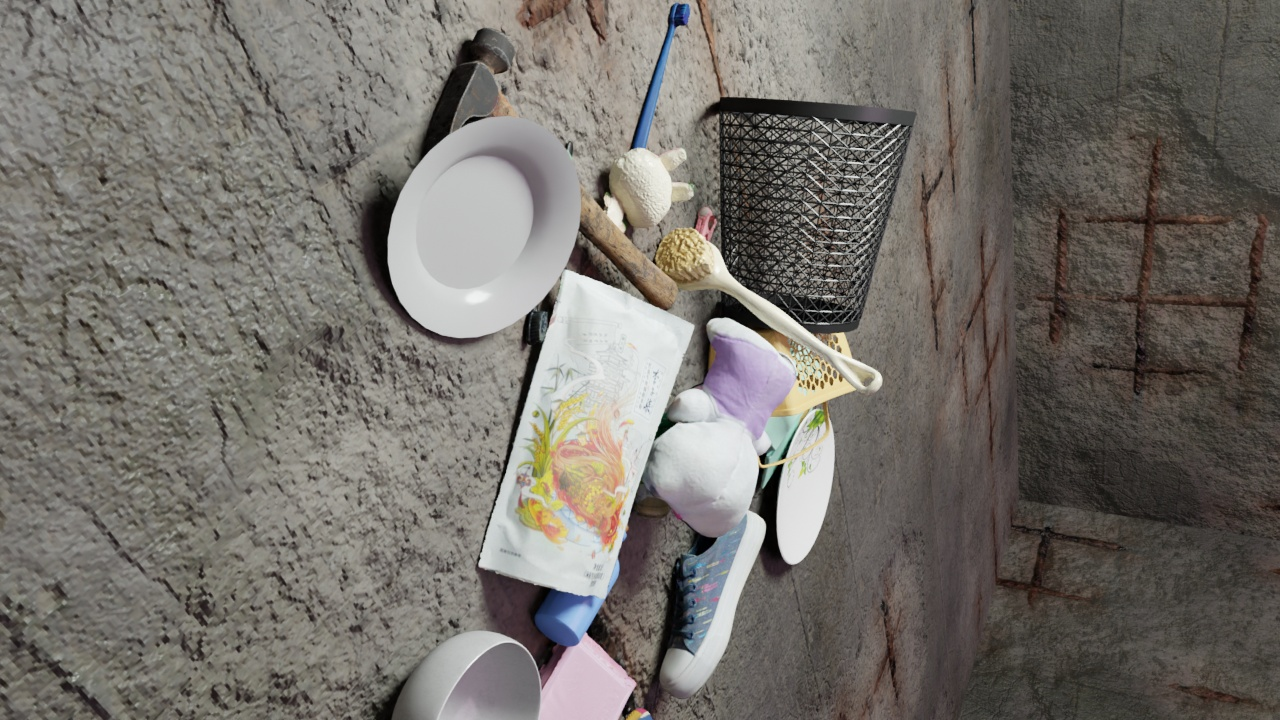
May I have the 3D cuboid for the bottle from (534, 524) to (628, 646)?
[{"bbox_3d":[-0.048,0.204,0.872,0.130,0.048,0.048,-55,139,-39],"label":"bottle"}]

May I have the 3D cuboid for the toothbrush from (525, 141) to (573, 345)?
[{"bbox_3d":[-0.076,-0.104,0.804,0.014,0.017,0.188,24,73,-56],"label":"toothbrush"}]

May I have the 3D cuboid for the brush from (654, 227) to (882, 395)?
[{"bbox_3d":[0.130,-0.049,0.944,0.062,0.272,0.077,-57,166,9],"label":"brush"}]

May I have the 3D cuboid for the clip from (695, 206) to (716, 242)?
[{"bbox_3d":[0.067,-0.148,1.031,0.041,0.023,0.059,53,45,-43],"label":"clip"}]

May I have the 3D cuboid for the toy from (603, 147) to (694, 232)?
[{"bbox_3d":[-0.001,-0.163,0.884,0.112,0.050,0.087,-31,139,-4],"label":"toy"}]

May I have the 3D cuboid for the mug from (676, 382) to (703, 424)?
[{"bbox_3d":[0.072,0.086,1.026,0.124,0.090,0.076,-44,126,-4],"label":"mug"}]

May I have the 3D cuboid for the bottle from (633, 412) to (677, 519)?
[{"bbox_3d":[0.015,0.111,0.968,0.042,0.043,0.110,-9,104,-58],"label":"bottle"}]

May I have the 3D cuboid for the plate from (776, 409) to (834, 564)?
[{"bbox_3d":[0.232,0.182,1.346,0.228,0.030,0.229,-24,118,-56],"label":"plate"}]

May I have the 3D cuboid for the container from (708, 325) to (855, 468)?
[{"bbox_3d":[0.175,0.037,1.125,0.183,0.129,0.167,-15,97,-50],"label":"container"}]

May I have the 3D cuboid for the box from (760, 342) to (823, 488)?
[{"bbox_3d":[0.204,0.073,1.275,0.186,0.056,0.138,-49,129,-42],"label":"box"}]

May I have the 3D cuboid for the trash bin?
[{"bbox_3d":[0.187,-0.168,1.058,0.216,0.217,0.243,-19,118,-57],"label":"trash bin"}]

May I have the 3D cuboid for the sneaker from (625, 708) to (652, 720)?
[{"bbox_3d":[-0.024,0.446,0.884,0.241,0.091,0.116,-49,166,-56],"label":"sneaker"}]

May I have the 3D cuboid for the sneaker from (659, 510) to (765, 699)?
[{"bbox_3d":[0.067,0.270,1.069,0.079,0.088,0.235,34,65,-18],"label":"sneaker"}]

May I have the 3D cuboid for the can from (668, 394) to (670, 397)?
[{"bbox_3d":[-0.005,0.005,0.903,0.099,0.054,0.059,2,94,-59],"label":"can"}]

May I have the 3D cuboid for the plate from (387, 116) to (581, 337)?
[{"bbox_3d":[-0.118,-0.100,0.692,0.172,0.019,0.173,-28,134,-34],"label":"plate"}]

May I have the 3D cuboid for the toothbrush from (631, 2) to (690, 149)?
[{"bbox_3d":[0.021,-0.283,0.930,0.016,0.017,0.189,37,64,-54],"label":"toothbrush"}]

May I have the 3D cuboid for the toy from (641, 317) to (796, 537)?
[{"bbox_3d":[0.088,0.072,0.932,0.137,0.086,0.209,31,80,-31],"label":"toy"}]

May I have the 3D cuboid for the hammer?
[{"bbox_3d":[-0.057,-0.127,0.797,0.330,0.033,0.119,42,64,-49],"label":"hammer"}]

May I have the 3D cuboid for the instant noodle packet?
[{"bbox_3d":[-0.043,0.069,0.816,0.146,0.057,0.269,22,81,-31],"label":"instant noodle packet"}]

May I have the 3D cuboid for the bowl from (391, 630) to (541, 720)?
[{"bbox_3d":[-0.142,0.276,0.713,0.131,0.064,0.132,-15,108,-57],"label":"bowl"}]

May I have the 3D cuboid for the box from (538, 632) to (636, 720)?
[{"bbox_3d":[-0.079,0.387,0.837,0.232,0.075,0.173,-56,141,-37],"label":"box"}]
